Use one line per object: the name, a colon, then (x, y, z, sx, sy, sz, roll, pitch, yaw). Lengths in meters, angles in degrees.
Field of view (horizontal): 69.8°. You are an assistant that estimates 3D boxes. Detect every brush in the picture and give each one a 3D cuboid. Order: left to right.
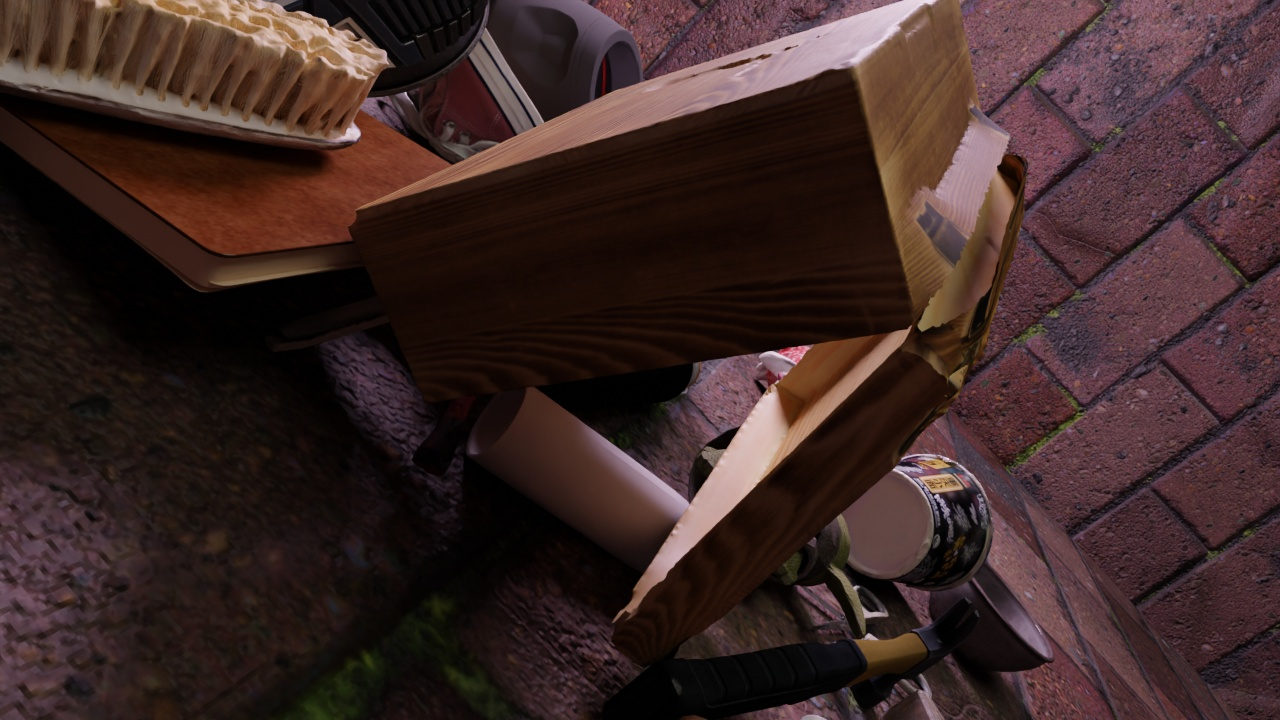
brush: (-0.242, -0.143, 0.390, 0.270, 0.057, 0.083, 4, 33, -42)

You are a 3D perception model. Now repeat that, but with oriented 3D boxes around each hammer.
hammer: (0.105, 0.180, 0.535, 0.332, 0.118, 0.025, 15, 37, -50)
hammer: (0.114, 0.227, 0.480, 0.300, 0.037, 0.157, 33, 23, -39)

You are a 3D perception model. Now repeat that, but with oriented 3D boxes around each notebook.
notebook: (-0.178, -0.096, 0.463, 0.167, 0.024, 0.224, 32, 24, 16)

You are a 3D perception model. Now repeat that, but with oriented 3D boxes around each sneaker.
sneaker: (-0.218, -0.241, 0.592, 0.124, 0.089, 0.239, 35, 52, 20)
sneaker: (-0.150, -0.214, 0.811, 0.118, 0.087, 0.241, 36, -17, 41)

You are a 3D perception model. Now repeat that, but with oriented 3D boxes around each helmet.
helmet: (-0.108, -0.296, 0.955, 0.170, 0.164, 0.264, 15, -3, 13)

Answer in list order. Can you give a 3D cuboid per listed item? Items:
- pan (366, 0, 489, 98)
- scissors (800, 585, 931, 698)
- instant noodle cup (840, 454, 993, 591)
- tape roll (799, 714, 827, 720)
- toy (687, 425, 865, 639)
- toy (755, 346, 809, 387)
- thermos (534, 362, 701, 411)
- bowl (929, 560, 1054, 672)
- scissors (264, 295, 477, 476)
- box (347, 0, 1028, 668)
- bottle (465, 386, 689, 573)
pan: (-0.276, -0.327, 0.712, 0.357, 0.187, 0.055, 38, -23, 11)
scissors: (0.184, 0.223, 0.759, 0.157, 0.013, 0.168, 46, 19, 6)
instant noodle cup: (0.253, 0.157, 0.889, 0.112, 0.137, 0.137, 11, 39, -48)
tape roll: (0.116, 0.251, 0.529, 0.094, 0.018, 0.093, 42, 18, -17)
toy: (0.098, 0.115, 0.685, 0.152, 0.078, 0.179, 42, 18, -38)
toy: (0.176, 0.041, 1.028, 0.159, 0.084, 0.194, 59, 7, -29)
thermos: (-0.004, 0.004, 0.715, 0.061, 0.061, 0.231, 52, 18, 15)
bowl: (0.354, 0.268, 0.958, 0.145, 0.067, 0.144, 41, 18, -17)
scissors: (-0.103, -0.019, 0.489, 0.179, 0.015, 0.194, 8, 50, -26)
box: (0.080, -0.027, 0.475, 0.278, 0.270, 0.264, -45, 119, -55)
bottle: (-0.009, 0.087, 0.538, 0.195, 0.052, 0.052, 39, 19, -24)
